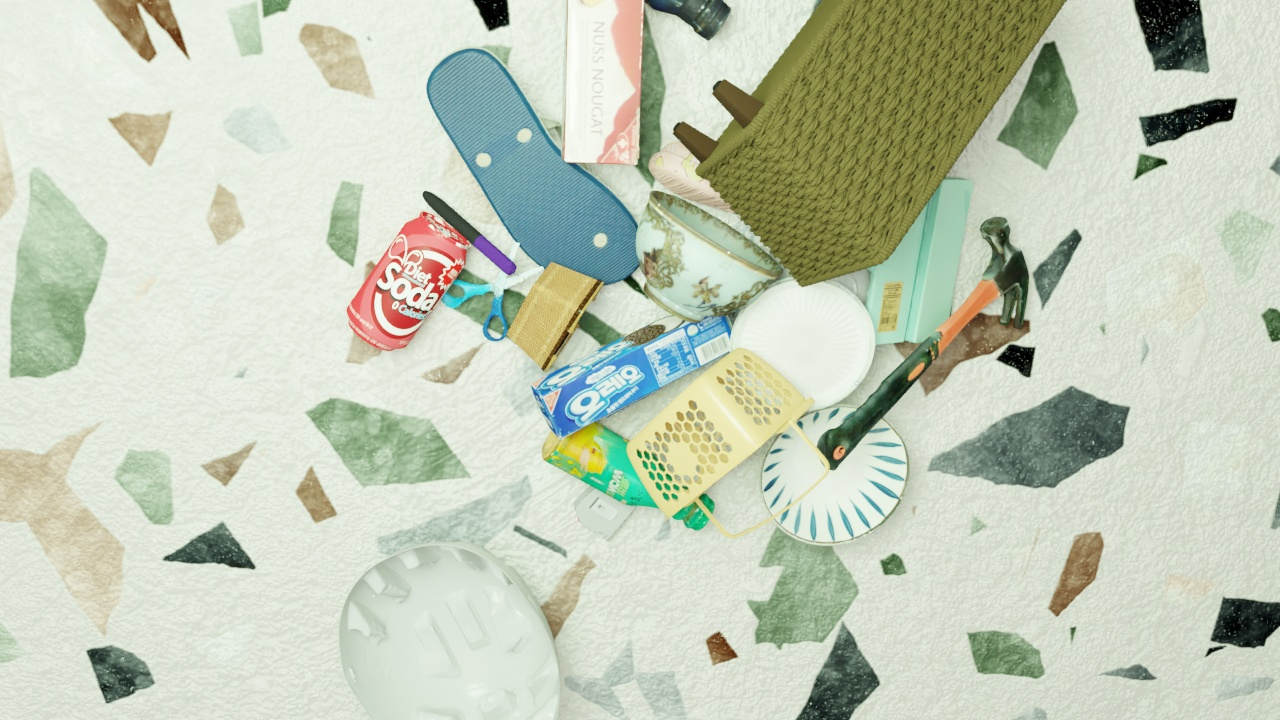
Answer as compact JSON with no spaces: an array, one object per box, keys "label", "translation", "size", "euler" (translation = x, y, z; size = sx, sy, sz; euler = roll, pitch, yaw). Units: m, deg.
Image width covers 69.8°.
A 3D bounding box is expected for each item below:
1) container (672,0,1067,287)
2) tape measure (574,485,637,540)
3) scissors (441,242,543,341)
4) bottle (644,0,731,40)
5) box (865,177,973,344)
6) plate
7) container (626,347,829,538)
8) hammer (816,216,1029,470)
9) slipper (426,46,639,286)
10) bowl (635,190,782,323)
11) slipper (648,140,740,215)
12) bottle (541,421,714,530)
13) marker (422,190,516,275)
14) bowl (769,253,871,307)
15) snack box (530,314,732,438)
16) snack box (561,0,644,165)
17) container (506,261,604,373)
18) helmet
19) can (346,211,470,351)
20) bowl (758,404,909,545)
[{"label":"container","translation":[0.200,-0.264,0.867],"size":[0.205,0.176,0.320],"euler":[38,79,-10]},{"label":"tape measure","translation":[-0.044,0.178,1.102],"size":[0.062,0.020,0.060],"euler":[37,100,-15]},{"label":"scissors","translation":[-0.149,-0.070,1.001],"size":[0.134,0.015,0.104],"euler":[-23,112,21]},{"label":"bottle","translation":[0.017,-0.384,0.916],"size":[0.160,0.056,0.056],"euler":[33,101,-15]},{"label":"box","translation":[0.305,-0.110,1.015],"size":[0.136,0.033,0.187],"euler":[-10,112,-39]},{"label":"plate","translation":[0.176,-0.018,1.002],"size":[0.157,0.014,0.157],"euler":[1,111,4]},{"label":"container","translation":[0.097,0.103,0.993],"size":[0.167,0.128,0.184],"euler":[50,133,6]},{"label":"hammer","translation":[0.315,-0.004,1.022],"size":[0.332,0.033,0.133],"euler":[-43,123,-10]},{"label":"slipper","translation":[-0.110,-0.194,0.960],"size":[0.118,0.060,0.295],"euler":[-34,117,8]},{"label":"bowl","translation":[0.057,-0.097,0.960],"size":[0.160,0.159,0.094],"euler":[27,109,-13]},{"label":"slipper","translation":[0.109,-0.196,0.970],"size":[0.197,0.093,0.081],"euler":[18,94,-12]},{"label":"bottle","translation":[-0.010,0.133,1.066],"size":[0.209,0.068,0.068],"euler":[31,102,-14]},{"label":"marker","translation":[-0.182,-0.136,0.969],"size":[0.134,0.018,0.015],"euler":[41,74,8]},{"label":"bowl","translation":[0.206,-0.082,1.023],"size":[0.132,0.064,0.132],"euler":[-2,107,-5]},{"label":"snack box","translation":[-0.006,0.006,1.008],"size":[0.226,0.059,0.059],"euler":[-28,110,-11]},{"label":"snack box","translation":[-0.034,-0.326,0.871],"size":[0.076,0.044,0.273],"euler":[1,105,-8]},{"label":"container","translation":[-0.095,-0.050,0.987],"size":[0.061,0.063,0.114],"euler":[33,134,-3]},{"label":"helmet","translation":[-0.215,0.330,1.045],"size":[0.224,0.183,0.282],"euler":[-30,114,-2]},{"label":"can","translation":[-0.246,-0.082,0.973],"size":[0.074,0.074,0.142],"euler":[35,101,-15]},{"label":"bowl","translation":[0.220,0.124,1.085],"size":[0.177,0.071,0.177],"euler":[-2,108,-5]}]
